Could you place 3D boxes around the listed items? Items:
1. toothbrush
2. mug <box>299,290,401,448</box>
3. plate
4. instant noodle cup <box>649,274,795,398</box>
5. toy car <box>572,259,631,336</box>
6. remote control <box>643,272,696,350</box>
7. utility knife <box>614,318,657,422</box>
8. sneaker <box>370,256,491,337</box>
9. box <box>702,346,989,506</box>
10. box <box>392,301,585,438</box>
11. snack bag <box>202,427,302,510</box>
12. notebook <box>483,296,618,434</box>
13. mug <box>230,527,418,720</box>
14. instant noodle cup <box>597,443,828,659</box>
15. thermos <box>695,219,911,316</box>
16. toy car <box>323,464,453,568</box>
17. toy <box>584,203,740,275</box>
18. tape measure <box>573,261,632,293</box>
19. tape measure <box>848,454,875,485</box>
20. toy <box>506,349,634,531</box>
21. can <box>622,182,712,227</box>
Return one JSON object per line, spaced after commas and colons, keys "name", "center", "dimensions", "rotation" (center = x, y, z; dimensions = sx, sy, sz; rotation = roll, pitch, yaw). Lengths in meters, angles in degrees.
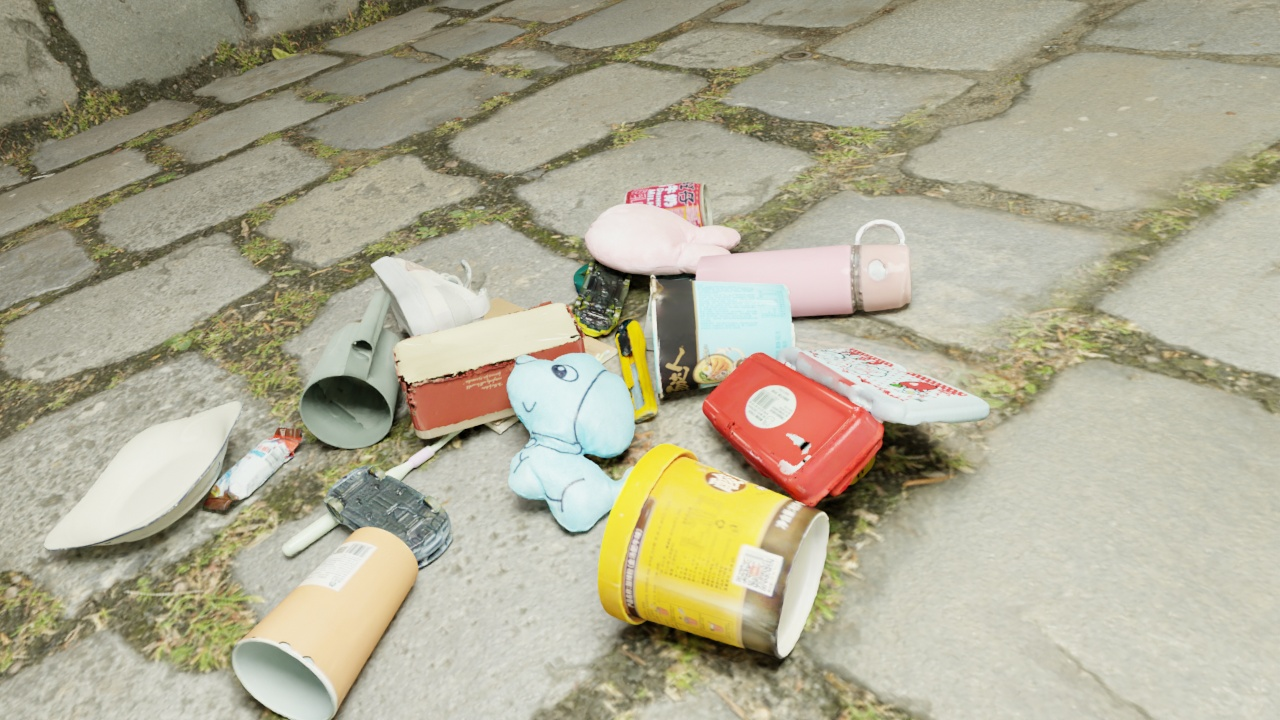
{"name": "toothbrush", "center": [-0.228, 0.106, 0.794], "dimensions": [0.189, 0.020, 0.029], "rotation": [-39, 12, -33]}
{"name": "mug", "center": [-0.264, 0.005, 0.871], "dimensions": [0.083, 0.124, 0.103], "rotation": [17, 29, -14]}
{"name": "plate", "center": [-0.438, 0.111, 0.834], "dimensions": [0.164, 0.034, 0.163], "rotation": [-15, 34, 21]}
{"name": "instant noodle cup", "center": [0.072, -0.025, 0.805], "dimensions": [0.120, 0.111, 0.111], "rotation": [-3, 34, 3]}
{"name": "toy car", "center": [-0.040, -0.065, 0.955], "dimensions": [0.048, 0.032, 0.105], "rotation": [17, 46, -2]}
{"name": "remote control", "center": [0.036, -0.056, 0.934], "dimensions": [0.056, 0.019, 0.134], "rotation": [-6, 34, 12]}
{"name": "utility knife", "center": [-0.005, 0.005, 0.849], "dimensions": [0.033, 0.015, 0.153], "rotation": [-45, 30, 20]}
{"name": "sneaker", "center": [-0.219, -0.071, 0.966], "dimensions": [0.090, 0.089, 0.242], "rotation": [-25, 22, -17]}
{"name": "box", "center": [0.138, 0.030, 0.677], "dimensions": [0.159, 0.065, 0.201], "rotation": [-25, 17, -8]}
{"name": "box", "center": [-0.136, -0.001, 0.836], "dimensions": [0.168, 0.078, 0.091], "rotation": [-15, 33, -11]}
{"name": "snack bag", "center": [-0.357, 0.100, 0.848], "dimensions": [0.048, 0.026, 0.103], "rotation": [-3, 33, 36]}
{"name": "notebook", "center": [-0.144, -0.004, 0.934], "dimensions": [0.149, 0.012, 0.212], "rotation": [-34, 38, -29]}
{"name": "mug", "center": [-0.211, 0.176, 0.638], "dimensions": [0.078, 0.078, 0.122], "rotation": [1, 32, 22]}
{"name": "instant noodle cup", "center": [0.050, 0.124, 0.582], "dimensions": [0.114, 0.119, 0.118], "rotation": [15, 42, 26]}
{"name": "thermos", "center": [0.155, -0.085, 0.876], "dimensions": [0.199, 0.087, 0.067], "rotation": [-4, -10, 18]}
{"name": "toy car", "center": [-0.203, 0.125, 0.738], "dimensions": [0.121, 0.037, 0.054], "rotation": [23, 49, 34]}
{"name": "toy", "center": [0.023, -0.125, 0.975], "dimensions": [0.159, 0.054, 0.121], "rotation": [12, 37, 13]}
{"name": "tape measure", "center": [-0.046, -0.091, 1.013], "dimensions": [0.058, 0.025, 0.054], "rotation": [20, 45, 42]}
{"name": "tape measure", "center": [0.150, 0.066, 0.702], "dimensions": [0.060, 0.029, 0.057], "rotation": [21, 46, 41]}
{"name": "toy", "center": [-0.054, 0.054, 0.749], "dimensions": [0.161, 0.050, 0.155], "rotation": [30, 53, 15]}
{"name": "can", "center": [0.033, -0.170, 1.061], "dimensions": [0.094, 0.066, 0.066], "rotation": [-5, 34, 14]}
